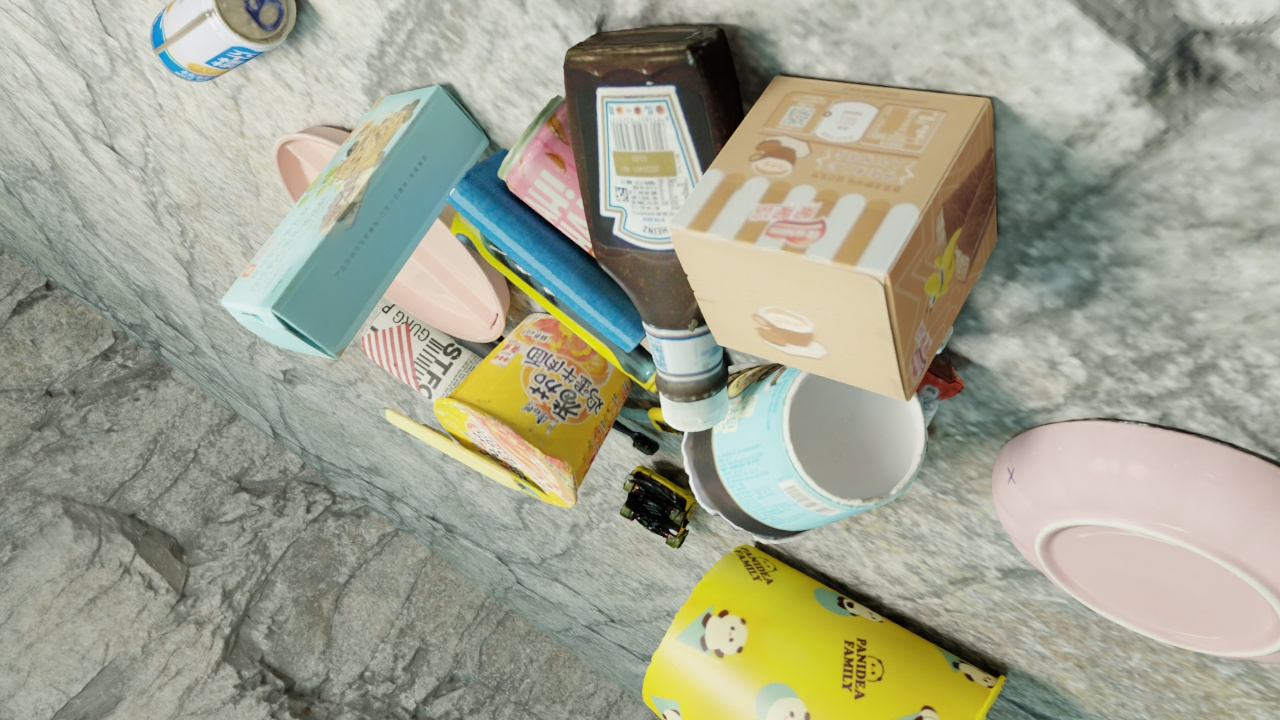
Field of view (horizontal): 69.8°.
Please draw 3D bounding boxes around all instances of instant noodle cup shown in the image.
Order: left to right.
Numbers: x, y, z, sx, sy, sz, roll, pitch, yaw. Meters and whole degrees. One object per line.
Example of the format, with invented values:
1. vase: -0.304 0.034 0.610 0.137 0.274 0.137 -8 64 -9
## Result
1. instant noodle cup: -0.080 0.036 0.747 0.138 0.109 0.138 30 157 14
2. instant noodle cup: 0.092 0.042 0.500 0.111 0.111 0.121 37 162 -4

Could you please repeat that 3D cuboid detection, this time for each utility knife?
1. utility knife: -0.154 0.077 0.762 0.167 0.018 0.031 30 162 18
2. utility knife: 0.038 0.053 0.719 0.033 0.015 0.209 48 157 -27

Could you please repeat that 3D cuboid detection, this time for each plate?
1. plate: -0.198 -0.100 0.749 0.229 0.028 0.230 30 156 15
2. plate: 0.276 0.105 0.482 0.192 0.039 0.193 29 156 14

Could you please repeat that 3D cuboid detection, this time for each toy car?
1. toy car: 0.019 0.140 0.897 0.071 0.041 0.156 30 158 12

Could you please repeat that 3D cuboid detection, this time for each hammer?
1. hammer: -0.004 0.004 0.638 0.323 0.031 0.126 40 152 3

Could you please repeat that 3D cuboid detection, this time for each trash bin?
1. trash bin: 0.157 0.312 0.834 0.255 0.229 0.230 30 157 26

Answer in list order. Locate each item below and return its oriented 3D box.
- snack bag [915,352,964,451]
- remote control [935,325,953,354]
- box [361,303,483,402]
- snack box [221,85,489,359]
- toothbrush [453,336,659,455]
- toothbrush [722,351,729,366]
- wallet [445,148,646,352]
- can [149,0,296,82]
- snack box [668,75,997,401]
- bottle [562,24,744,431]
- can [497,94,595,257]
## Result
1. snack bag: 0.150 0.024 0.514 0.045 0.026 0.105 27 157 15
2. remote control: 0.106 -0.024 0.483 0.049 0.024 0.125 44 160 -21
3. box: -0.183 0.003 0.888 0.163 0.076 0.088 30 179 10
4. snack box: -0.170 -0.085 0.553 0.074 0.174 0.051 9 152 45
5. toothbrush: -0.075 0.027 0.827 0.213 0.026 0.027 31 -158 9
6. toothbrush: 0.056 0.009 0.628 0.016 0.018 0.181 11 150 30
7. wallet: -0.046 -0.066 0.537 0.133 0.040 0.106 41 -162 -10
8. can: -0.271 -0.216 0.591 0.135 0.053 0.053 7 144 49
9. snack box: 0.082 -0.052 0.374 0.093 0.094 0.077 19 153 34
10. bottle: 0.015 -0.054 0.436 0.080 0.043 0.195 7 125 27
11. can: -0.002 -0.074 0.493 0.147 0.057 0.058 38 157 -7
